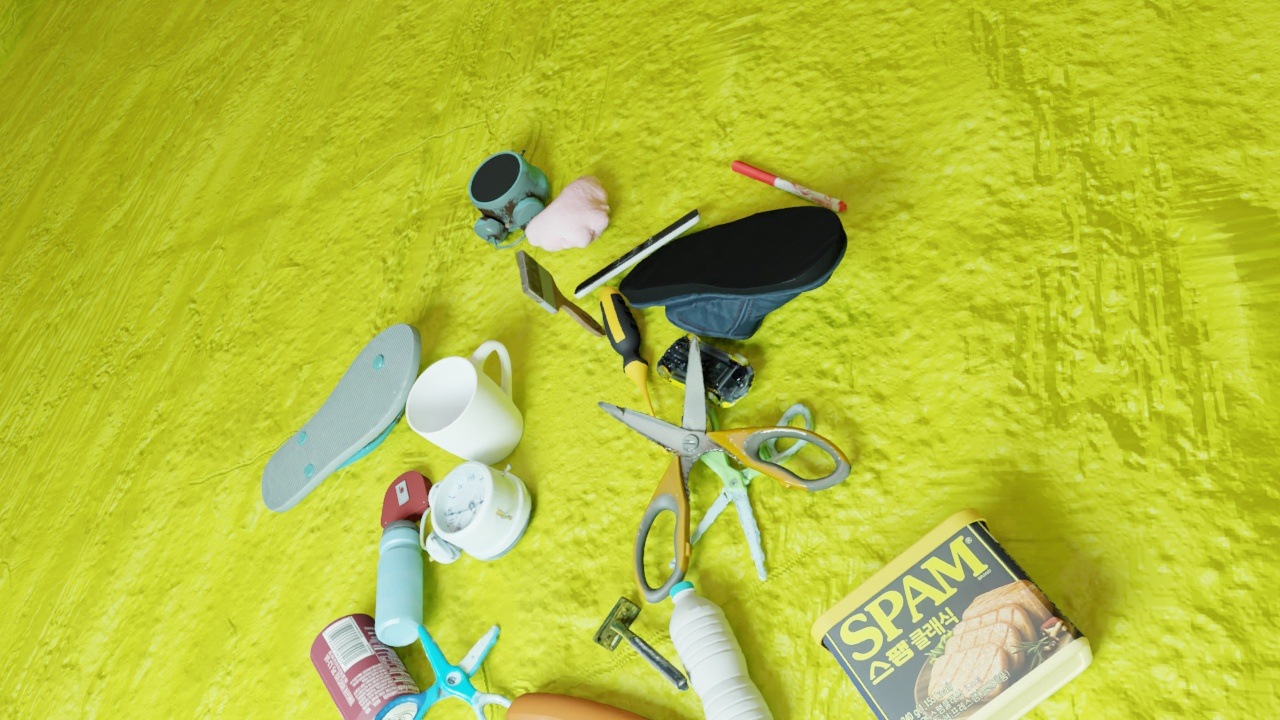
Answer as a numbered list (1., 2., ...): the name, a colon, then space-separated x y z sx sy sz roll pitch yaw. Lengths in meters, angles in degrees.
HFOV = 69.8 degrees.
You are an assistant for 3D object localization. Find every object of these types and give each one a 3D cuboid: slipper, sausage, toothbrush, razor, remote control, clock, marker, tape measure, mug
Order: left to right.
1. slipper: -0.309 0.074 0.986 0.269 0.054 0.098 -44 50 15
2. tape measure: -0.234 0.138 0.911 0.059 0.019 0.051 -33 50 9
3. clock: -0.157 0.141 0.838 0.118 0.057 0.083 -26 51 25
4. mug: -0.155 0.038 0.879 0.081 0.087 0.114 20 73 38
5. clock: -0.151 -0.181 1.039 0.090 0.053 0.124 -20 56 21
6. sausage: -0.032 0.279 0.684 0.164 0.039 0.044 2 60 33
7. toothbrush: -0.005 0.005 0.849 0.031 0.031 0.196 -32 54 16
8. remote control: -0.004 -0.107 0.915 0.147 0.008 0.045 -32 13 11
9. razor: 0.004 0.219 0.691 0.042 0.026 0.106 -53 32 -10
10. slipper: 0.088 -0.065 0.804 0.108 0.083 0.266 -48 24 -26
11. marker: 0.140 -0.168 0.877 0.142 0.013 0.012 33 81 40

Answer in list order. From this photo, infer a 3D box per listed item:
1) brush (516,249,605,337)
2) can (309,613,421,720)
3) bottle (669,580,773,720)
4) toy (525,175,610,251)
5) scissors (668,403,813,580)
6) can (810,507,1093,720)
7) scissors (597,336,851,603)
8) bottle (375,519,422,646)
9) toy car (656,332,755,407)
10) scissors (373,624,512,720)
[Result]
1. brush: -0.069 -0.052 0.847 0.008 0.143 0.045 -24 60 19
2. can: -0.237 0.276 0.796 0.063 0.063 0.114 -49 49 -5
3. bottle: 0.055 0.221 0.663 0.044 0.044 0.136 -34 49 9
4. toy: -0.067 -0.151 0.969 0.102 0.050 0.093 -47 45 -7
5. scissors: 0.082 0.097 0.744 0.166 0.024 0.171 -25 53 9
6. can: 0.197 0.180 0.583 0.135 0.075 0.104 -39 51 5
7. scissors: 0.049 0.090 0.739 0.225 0.016 0.229 17 78 28
8. bottle: -0.220 0.197 0.840 0.040 0.040 0.130 -31 38 12
9. toy car: 0.057 0.010 0.803 0.049 0.030 0.107 -48 42 -13
10. scissors: -0.159 0.272 0.748 0.139 0.011 0.134 -25 55 -27
